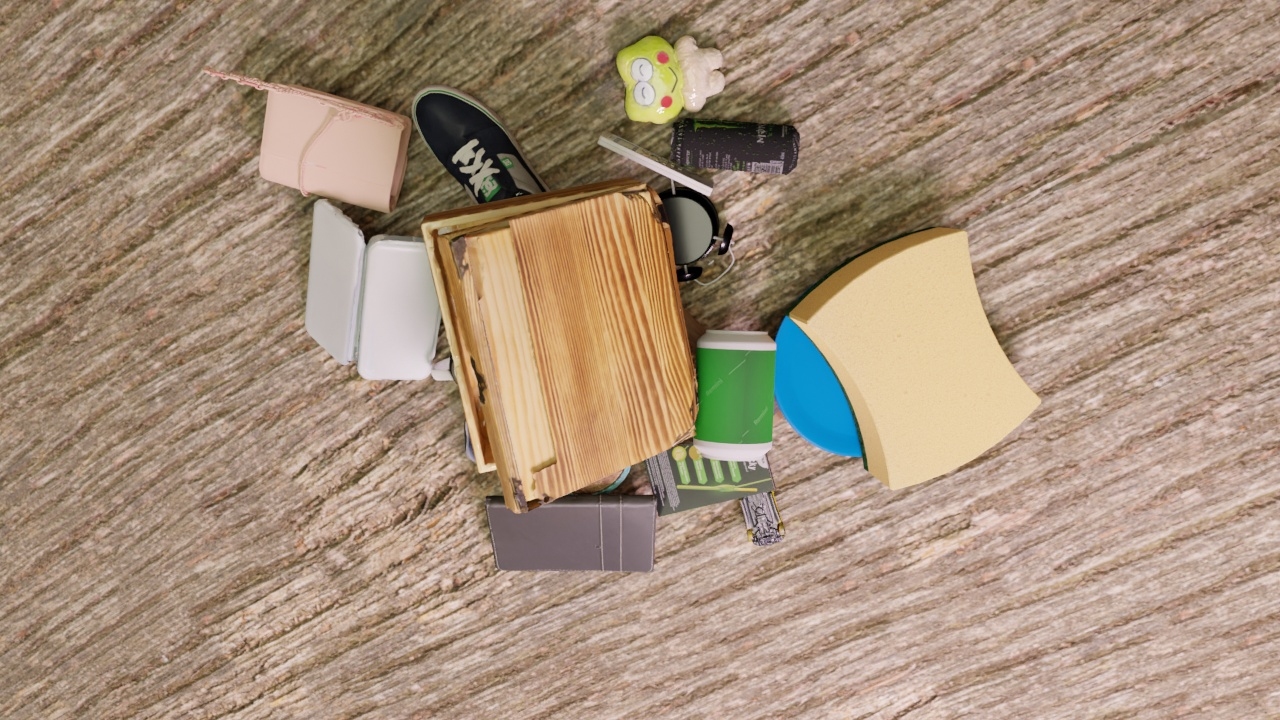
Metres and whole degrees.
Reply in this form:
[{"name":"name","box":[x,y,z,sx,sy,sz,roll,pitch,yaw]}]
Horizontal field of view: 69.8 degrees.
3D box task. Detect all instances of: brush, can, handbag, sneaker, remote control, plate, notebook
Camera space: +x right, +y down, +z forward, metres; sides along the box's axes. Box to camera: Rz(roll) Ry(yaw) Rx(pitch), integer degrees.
[{"name":"brush","box":[0.302,-0.003,1.017,0.195,0.075,0.250,-30,104,-2]},{"name":"can","box":[0.103,-0.234,1.001,0.138,0.053,0.054,6,110,5]},{"name":"handbag","box":[-0.359,-0.229,0.991,0.199,0.187,0.117,16,104,-3]},{"name":"sneaker","box":[-0.171,-0.211,1.031,0.084,0.079,0.235,-38,100,19]},{"name":"remote control","box":[0.019,-0.220,1.019,0.136,0.050,0.011,25,110,-2]},{"name":"plate","box":[0.257,0.001,1.064,0.224,0.024,0.224,-2,101,-9]},{"name":"can","box":[0.104,0.037,1.016,0.088,0.087,0.140,2,93,6]},{"name":"notebook","box":[-0.085,0.221,1.161,0.209,0.029,0.170,2,138,0]}]

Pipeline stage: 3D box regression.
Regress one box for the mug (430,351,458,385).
[{"name":"mug","box":[-0.202,0.001,1.100,0.119,0.100,0.085,-18,106,13]}]

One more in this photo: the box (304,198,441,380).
[{"name":"box","box":[-0.322,-0.074,1.087,0.186,0.084,0.211,19,127,-4]}]

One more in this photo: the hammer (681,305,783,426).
[{"name":"hammer","box":[0.049,-0.045,1.078,0.098,0.052,0.328,-43,94,3]}]

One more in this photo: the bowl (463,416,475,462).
[{"name":"bowl","box":[-0.177,0.074,1.138,0.110,0.055,0.110,-18,126,-26]}]

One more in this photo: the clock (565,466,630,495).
[{"name":"clock","box":[-0.087,0.114,1.134,0.158,0.073,0.121,-30,115,3]}]

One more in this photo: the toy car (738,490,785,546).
[{"name":"toy car","box":[0.150,0.185,1.158,0.049,0.030,0.107,-13,102,13]}]

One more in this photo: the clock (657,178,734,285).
[{"name":"clock","box":[0.054,-0.141,1.045,0.091,0.042,0.120,-40,99,17]}]

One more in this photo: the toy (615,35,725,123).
[{"name":"toy","box":[0.034,-0.306,0.990,0.115,0.046,0.092,-10,103,2]}]

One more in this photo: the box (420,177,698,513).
[{"name":"box","box":[-0.067,-0.029,0.943,0.258,0.220,0.279,-13,105,-9]}]

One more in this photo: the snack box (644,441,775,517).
[{"name":"snack box","box":[0.085,0.137,1.138,0.148,0.025,0.080,-15,86,12]}]
